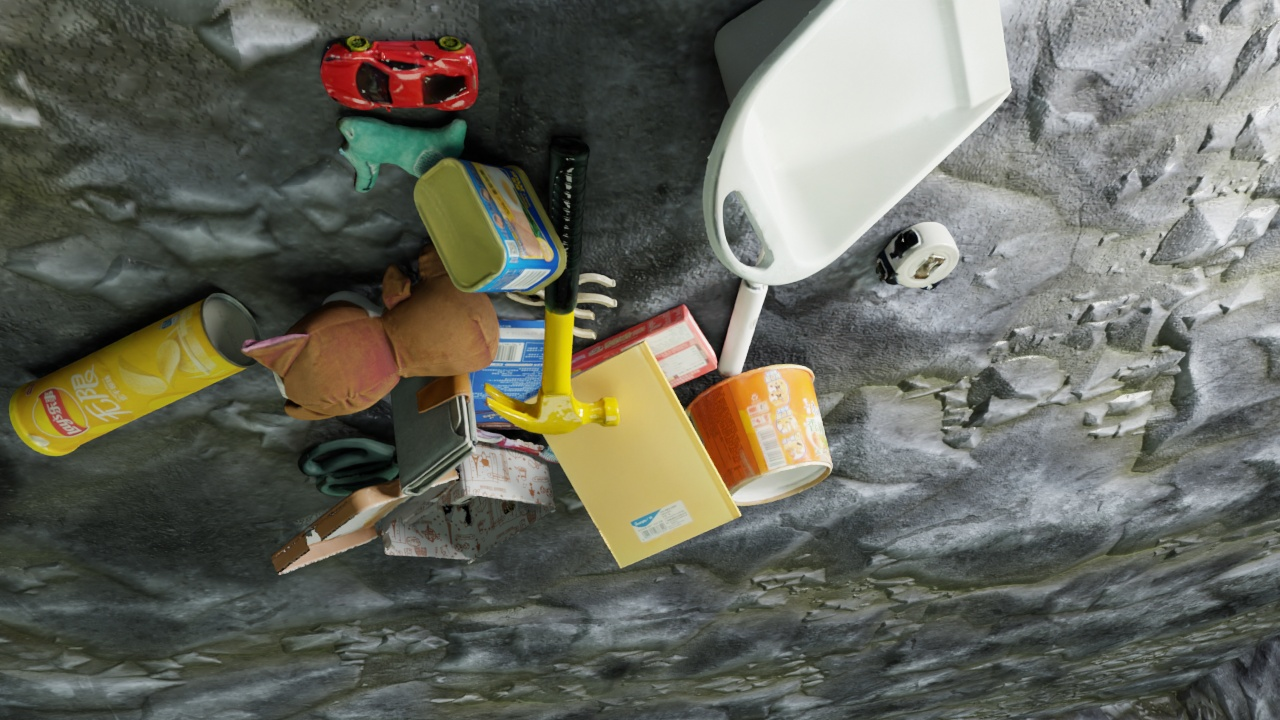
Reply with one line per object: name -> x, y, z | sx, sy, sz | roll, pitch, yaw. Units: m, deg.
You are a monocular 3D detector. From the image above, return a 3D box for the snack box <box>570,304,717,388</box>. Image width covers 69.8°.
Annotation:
snack box -> -0.006, 0.005, 0.939 | 0.153, 0.025, 0.075 | -24, 127, 15

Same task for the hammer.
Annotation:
hammer -> -0.071, -0.049, 0.801 | 0.128, 0.032, 0.301 | -3, 130, -14

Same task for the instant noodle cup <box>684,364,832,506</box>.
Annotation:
instant noodle cup -> 0.136, 0.087, 1.010 | 0.151, 0.111, 0.151 | -13, 155, -6

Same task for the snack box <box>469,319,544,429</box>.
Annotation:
snack box -> -0.134, 0.017, 0.930 | 0.084, 0.026, 0.157 | 1, 142, -17

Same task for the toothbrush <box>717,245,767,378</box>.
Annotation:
toothbrush -> 0.107, -0.057, 0.905 | 0.026, 0.026, 0.222 | 23, 143, 10

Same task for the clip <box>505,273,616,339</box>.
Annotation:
clip -> -0.072, -0.049, 0.855 | 0.101, 0.035, 0.096 | -6, 142, -2

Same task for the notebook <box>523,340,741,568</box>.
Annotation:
notebook -> -0.009, 0.099, 0.932 | 0.146, 0.010, 0.206 | -27, 99, 16

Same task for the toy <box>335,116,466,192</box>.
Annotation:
toy -> -0.182, -0.155, 0.686 | 0.091, 0.030, 0.097 | 10, 146, -20

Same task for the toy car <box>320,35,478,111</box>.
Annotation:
toy car -> -0.166, -0.196, 0.635 | 0.106, 0.031, 0.049 | -2, 142, -11

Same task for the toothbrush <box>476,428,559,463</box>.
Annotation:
toothbrush -> -0.153, 0.081, 0.975 | 0.187, 0.016, 0.017 | 24, 126, -39

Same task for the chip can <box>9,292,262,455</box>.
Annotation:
chip can -> -0.438, 0.013, 0.798 | 0.214, 0.072, 0.072 | -23, 143, 12

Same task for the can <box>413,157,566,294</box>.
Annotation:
can -> -0.114, -0.100, 0.693 | 0.057, 0.102, 0.083 | -31, 171, 25

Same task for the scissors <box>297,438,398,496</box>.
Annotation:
scissors -> -0.286, 0.124, 1.035 | 0.185, 0.019, 0.130 | -1, 143, -13

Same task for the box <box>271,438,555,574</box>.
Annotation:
box -> -0.240, 0.156, 0.984 | 0.260, 0.102, 0.179 | 14, 141, -44

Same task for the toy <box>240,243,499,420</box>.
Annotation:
toy -> -0.224, -0.021, 0.782 | 0.199, 0.130, 0.140 | -29, 144, -13

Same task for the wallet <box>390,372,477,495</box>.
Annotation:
wallet -> -0.198, 0.047, 0.864 | 0.107, 0.129, 0.037 | -36, 141, 28

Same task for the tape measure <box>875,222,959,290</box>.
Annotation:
tape measure -> 0.272, -0.101, 0.889 | 0.065, 0.033, 0.066 | 3, 141, -23

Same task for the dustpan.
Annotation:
dustpan -> 0.160, -0.174, 0.670 | 0.258, 0.142, 0.223 | -22, 143, 14
